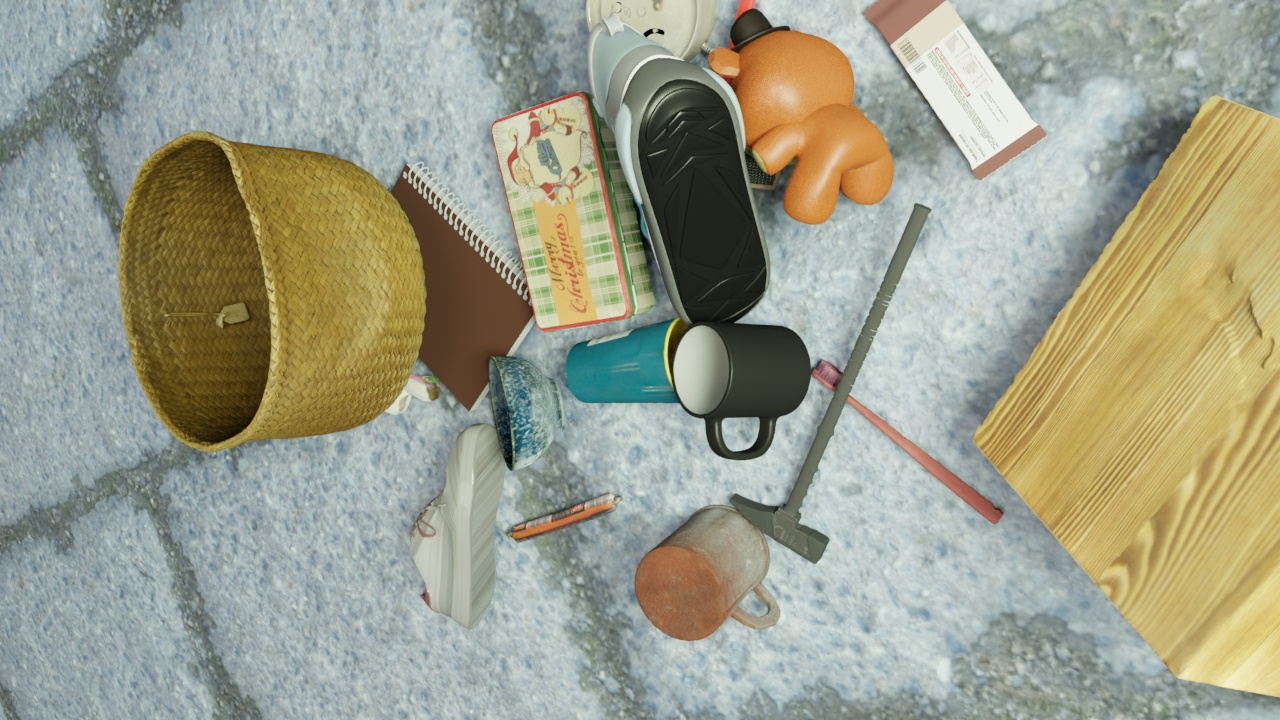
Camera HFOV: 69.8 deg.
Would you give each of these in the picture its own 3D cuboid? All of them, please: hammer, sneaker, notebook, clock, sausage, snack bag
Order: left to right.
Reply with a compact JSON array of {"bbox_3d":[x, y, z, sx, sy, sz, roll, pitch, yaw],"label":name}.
[{"bbox_3d":[-0.205,-0.078,0.956,0.209,0.022,0.172,45,120,13],"label":"notebook"},{"bbox_3d":[-0.203,0.171,0.970,0.089,0.099,0.236,11,109,12],"label":"sneaker"},{"bbox_3d":[-0.080,0.164,0.944,0.156,0.020,0.020,-24,89,31],"label":"sausage"},{"bbox_3d":[0.007,-0.311,0.760,0.104,0.061,0.157,-13,103,34],"label":"clock"},{"bbox_3d":[0.024,-0.149,0.748,0.093,0.257,0.160,-27,49,-5],"label":"sneaker"},{"bbox_3d":[0.161,0.021,0.757,0.095,0.015,0.326,30,120,23],"label":"hammer"},{"bbox_3d":[0.233,-0.215,0.682,0.057,0.013,0.158,-37,83,33],"label":"snack bag"}]

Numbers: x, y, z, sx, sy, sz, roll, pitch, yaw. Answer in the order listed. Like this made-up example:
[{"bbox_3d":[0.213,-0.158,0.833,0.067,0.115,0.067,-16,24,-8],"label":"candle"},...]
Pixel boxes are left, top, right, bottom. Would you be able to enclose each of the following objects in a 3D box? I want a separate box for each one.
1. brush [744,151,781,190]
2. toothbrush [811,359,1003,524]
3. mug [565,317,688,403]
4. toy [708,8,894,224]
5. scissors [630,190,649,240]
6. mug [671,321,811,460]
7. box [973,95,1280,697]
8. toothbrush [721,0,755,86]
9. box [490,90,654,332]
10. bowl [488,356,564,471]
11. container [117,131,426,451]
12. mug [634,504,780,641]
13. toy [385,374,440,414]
[{"bbox_3d":[0.057,-0.181,0.788,0.136,0.015,0.050,16,108,25],"label":"brush"},{"bbox_3d":[0.219,0.065,0.755,0.190,0.016,0.016,41,113,15],"label":"toothbrush"},{"bbox_3d":[-0.005,0.005,0.835,0.122,0.078,0.078,-7,98,35],"label":"mug"},{"bbox_3d":[0.122,-0.191,0.699,0.096,0.112,0.176,-26,86,63],"label":"toy"},{"bbox_3d":[-0.010,-0.158,0.836,0.141,0.015,0.076,36,119,24],"label":"scissors"},{"bbox_3d":[0.083,0.026,0.761,0.078,0.087,0.113,2,91,55],"label":"mug"},{"bbox_3d":[0.466,0.059,0.558,0.336,0.285,0.280,18,116,-21],"label":"box"},{"bbox_3d":[0.082,-0.282,0.739,0.012,0.017,0.213,22,108,29],"label":"toothbrush"},{"bbox_3d":[-0.062,-0.133,0.841,0.118,0.050,0.205,-6,100,36],"label":"box"},{"bbox_3d":[-0.109,0.048,0.901,0.114,0.060,0.114,171,90,-73],"label":"bowl"},{"bbox_3d":[-0.365,-0.065,0.923,0.308,0.196,0.307,3,95,39],"label":"container"},{"bbox_3d":[0.068,0.199,0.820,0.123,0.110,0.096,36,121,18],"label":"mug"},{"bbox_3d":[-0.270,0.019,1.004,0.123,0.037,0.079,-13,99,39],"label":"toy"}]
